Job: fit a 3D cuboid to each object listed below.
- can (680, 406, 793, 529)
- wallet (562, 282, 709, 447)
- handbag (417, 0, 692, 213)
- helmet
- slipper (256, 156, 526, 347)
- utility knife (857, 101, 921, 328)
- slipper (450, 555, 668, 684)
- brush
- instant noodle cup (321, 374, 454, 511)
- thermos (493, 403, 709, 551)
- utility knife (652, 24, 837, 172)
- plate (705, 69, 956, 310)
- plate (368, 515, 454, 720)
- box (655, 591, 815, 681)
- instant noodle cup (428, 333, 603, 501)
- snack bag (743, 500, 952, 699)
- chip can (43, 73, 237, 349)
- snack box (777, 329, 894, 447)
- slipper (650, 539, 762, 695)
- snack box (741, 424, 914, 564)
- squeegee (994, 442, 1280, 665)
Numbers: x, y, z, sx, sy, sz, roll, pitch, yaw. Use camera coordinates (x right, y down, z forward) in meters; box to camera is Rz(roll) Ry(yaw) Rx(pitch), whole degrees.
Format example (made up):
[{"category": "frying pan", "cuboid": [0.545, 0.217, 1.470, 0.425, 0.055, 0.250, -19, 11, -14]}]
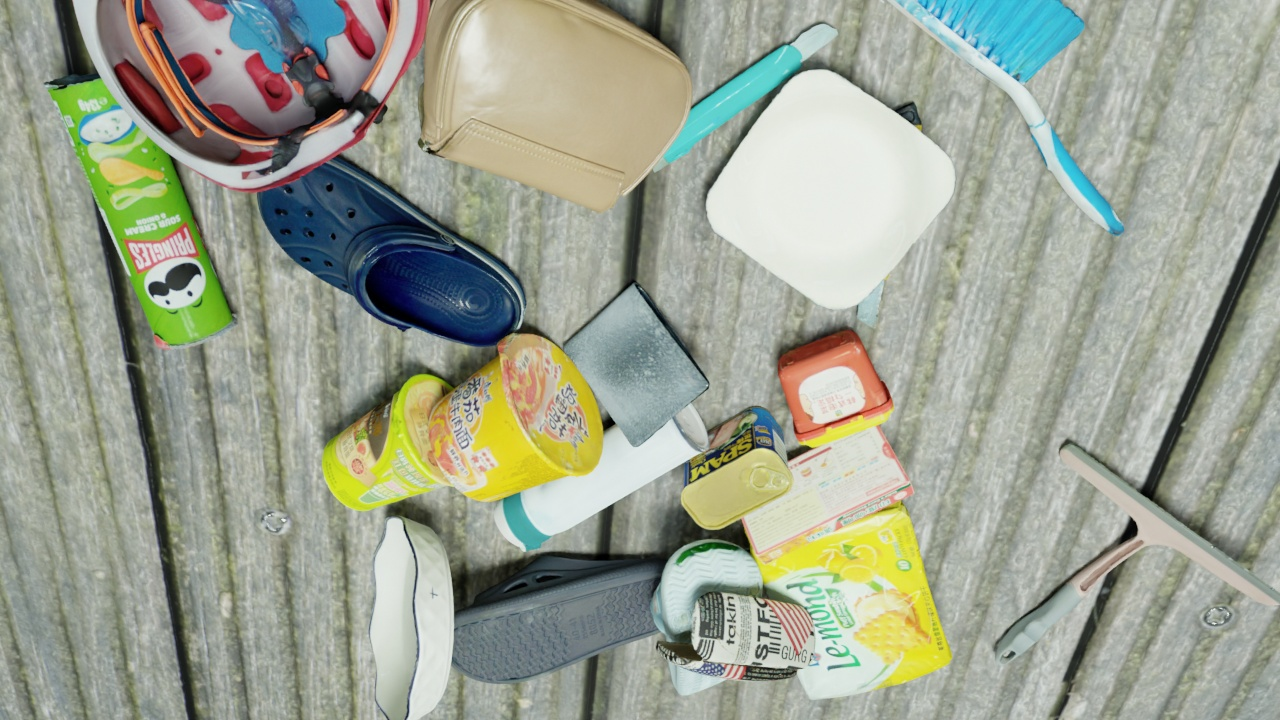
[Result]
[{"category": "can", "cuboid": [0.089, 0.099, 0.865, 0.102, 0.083, 0.057, -32, 111, 18]}, {"category": "wallet", "cuboid": [-0.005, 0.005, 0.831, 0.097, 0.019, 0.121, -41, 75, 22]}, {"category": "handbag", "cuboid": [-0.068, -0.204, 0.695, 0.204, 0.099, 0.148, 14, 115, -36]}, {"category": "helmet", "cuboid": [-0.273, -0.258, 0.680, 0.240, 0.144, 0.207, -35, 117, 1]}, {"category": "slipper", "cuboid": [-0.219, -0.081, 0.792, 0.252, 0.095, 0.105, 30, 112, -15]}, {"category": "utility knife", "cuboid": [0.211, -0.118, 0.785, 0.033, 0.015, 0.202, 5, 117, 4]}, {"category": "slipper", "cuboid": [-0.080, 0.260, 0.969, 0.268, 0.083, 0.111, -12, 119, -11]}, {"category": "brush", "cuboid": [0.302, -0.219, 0.711, 0.314, 0.060, 0.110, 31, 120, -14]}, {"category": "instant noodle cup", "cuboid": [-0.233, 0.088, 0.874, 0.124, 0.111, 0.112, -26, 112, 23]}, {"category": "thermos", "cuboid": [-0.045, 0.109, 0.891, 0.225, 0.073, 0.073, -32, 110, 19]}, {"category": "utility knife", "cuboid": [0.079, -0.214, 0.746, 0.183, 0.013, 0.029, -32, 114, 19]}, {"category": "plate", "cuboid": [0.155, -0.140, 0.757, 0.164, 0.034, 0.164, 35, 118, -3]}, {"category": "plate", "cuboid": [-0.230, 0.258, 0.915, 0.045, 0.204, 0.205, 3, 120, -27]}, {"category": "box", "cuboid": [0.090, 0.265, 0.869, 0.162, 0.075, 0.087, 19, 150, -39]}, {"category": "instant noodle cup", "cuboid": [-0.117, 0.059, 0.838, 0.110, 0.137, 0.138, -27, 112, 25]}, {"category": "snack bag", "cuboid": [0.214, 0.236, 0.935, 0.158, 0.068, 0.247, -17, 114, 11]}, {"category": "chip can", "cuboid": [-0.427, -0.128, 0.793, 0.072, 0.072, 0.236, -7, 116, 7]}, {"category": "snack box", "cuboid": [0.172, 0.024, 0.825, 0.091, 0.082, 0.080, -22, 103, 13]}, {"category": "slipper", "cuboid": [0.062, 0.255, 0.931, 0.104, 0.074, 0.246, -18, 135, -16]}, {"category": "snack box", "cuboid": [0.169, 0.124, 0.865, 0.156, 0.077, 0.027, -28, 139, 10]}, {"category": "squeegee", "cuboid": [0.449, 0.232, 0.933, 0.247, 0.040, 0.250, 37, 120, 3]}]
